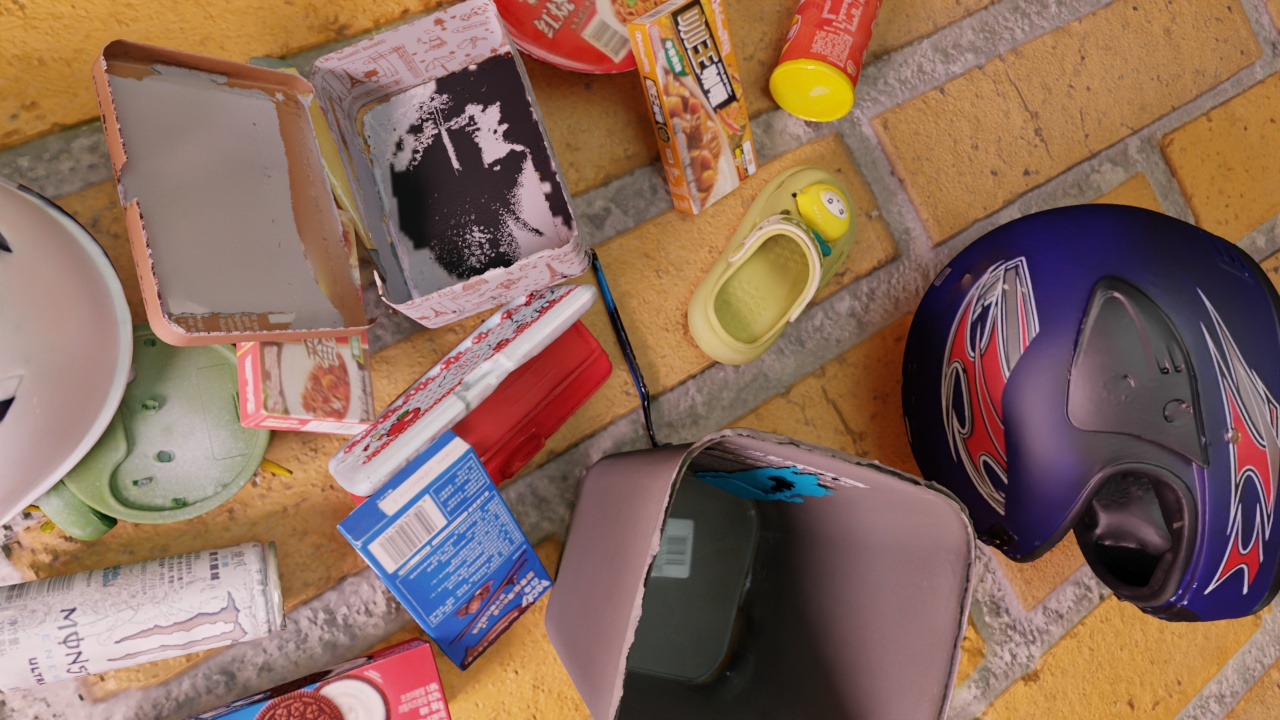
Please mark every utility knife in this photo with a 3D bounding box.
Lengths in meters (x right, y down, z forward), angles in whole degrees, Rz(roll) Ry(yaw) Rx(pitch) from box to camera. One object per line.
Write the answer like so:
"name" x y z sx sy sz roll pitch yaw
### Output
"utility knife" -0.203 -0.123 0.624 0.030 0.020 0.195 -33 91 -30

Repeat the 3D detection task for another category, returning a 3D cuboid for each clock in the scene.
"clock" -0.298 0.042 0.541 0.161 0.056 0.116 -12 86 -24

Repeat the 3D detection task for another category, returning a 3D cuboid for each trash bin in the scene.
"trash bin" 0.052 0.147 0.573 0.199 0.220 0.198 18 83 -19

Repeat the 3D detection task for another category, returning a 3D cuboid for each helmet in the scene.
"helmet" 0.326 0.041 0.701 0.240 0.247 0.315 -3 86 5
"helmet" -0.402 -0.007 0.428 0.258 0.146 0.229 -5 86 -4

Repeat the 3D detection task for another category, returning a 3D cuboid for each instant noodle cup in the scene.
"instant noodle cup" -0.055 -0.293 0.687 0.193 0.066 0.193 4 80 -21

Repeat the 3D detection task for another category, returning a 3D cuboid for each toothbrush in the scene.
"toothbrush" -0.004 0.004 0.691 0.016 0.014 0.189 -19 89 -25

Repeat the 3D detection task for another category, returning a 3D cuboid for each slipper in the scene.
"slipper" 0.115 -0.077 0.718 0.091 0.082 0.190 43 72 -14

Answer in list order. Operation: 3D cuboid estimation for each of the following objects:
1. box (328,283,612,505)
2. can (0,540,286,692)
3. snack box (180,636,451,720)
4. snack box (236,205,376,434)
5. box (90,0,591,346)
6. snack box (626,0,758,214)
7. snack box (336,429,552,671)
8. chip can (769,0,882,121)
"box" -0.100 0.031 0.600 0.201 0.102 0.095 -43 98 -22
"can" -0.285 0.145 0.530 0.146 0.058 0.058 -7 85 -23
"snack box" -0.221 0.228 0.545 0.207 0.057 0.058 -15 85 -23
"snack box" -0.210 -0.030 0.568 0.075 0.026 0.152 12 59 -49
"box" -0.171 -0.110 0.566 0.271 0.131 0.179 -15 79 -24
"snack box" 0.042 -0.194 0.692 0.075 0.026 0.154 -37 130 -23
"snack box" -0.115 0.123 0.572 0.084 0.026 0.157 -42 138 -22
"chip can" 0.172 -0.313 0.779 0.073 0.073 0.216 24 74 -18
